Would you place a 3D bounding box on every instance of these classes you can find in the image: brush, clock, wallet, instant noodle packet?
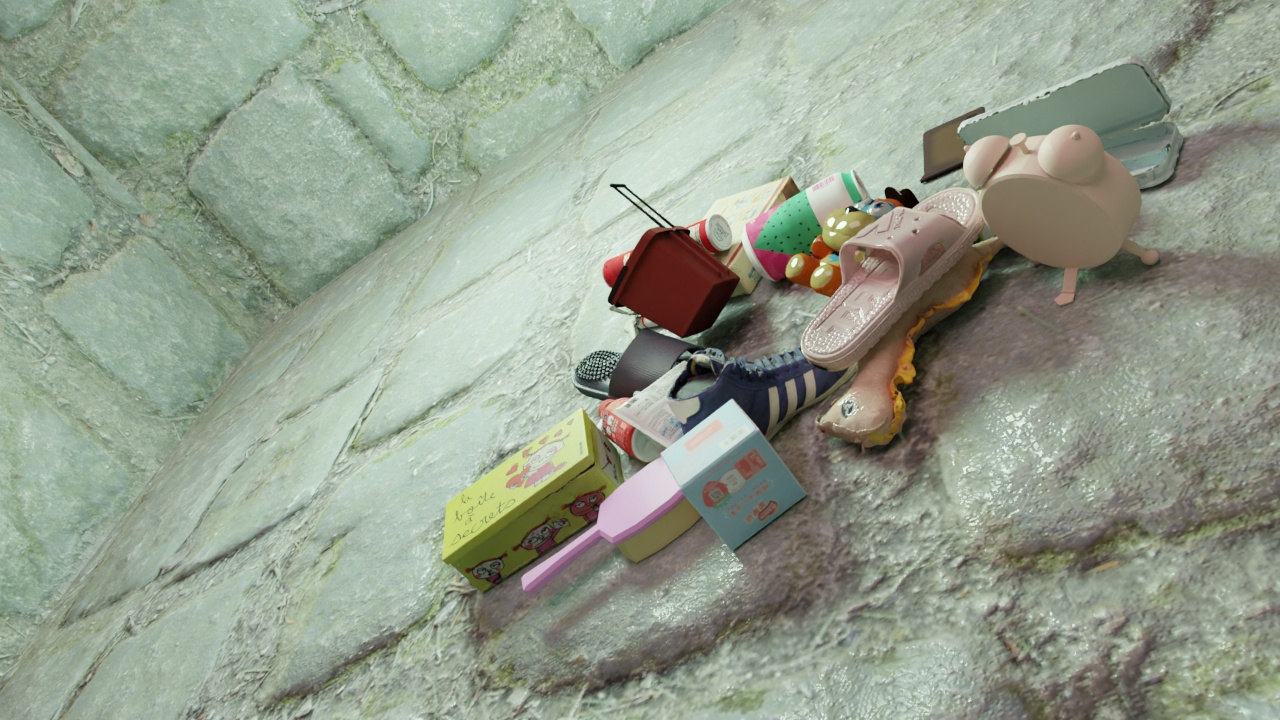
[{"bbox_3d":[-0.025,0.184,0.979,0.229,0.043,0.089,-37,25,3],"label":"brush"},{"bbox_3d":[0.375,-0.137,0.839,0.086,0.160,0.131,-48,26,-18],"label":"clock"},{"bbox_3d":[0.415,-0.285,1.213,0.092,0.018,0.115,-21,32,33],"label":"wallet"},{"bbox_3d":[0.043,0.048,1.060,0.087,0.026,0.134,31,45,29],"label":"instant noodle packet"}]

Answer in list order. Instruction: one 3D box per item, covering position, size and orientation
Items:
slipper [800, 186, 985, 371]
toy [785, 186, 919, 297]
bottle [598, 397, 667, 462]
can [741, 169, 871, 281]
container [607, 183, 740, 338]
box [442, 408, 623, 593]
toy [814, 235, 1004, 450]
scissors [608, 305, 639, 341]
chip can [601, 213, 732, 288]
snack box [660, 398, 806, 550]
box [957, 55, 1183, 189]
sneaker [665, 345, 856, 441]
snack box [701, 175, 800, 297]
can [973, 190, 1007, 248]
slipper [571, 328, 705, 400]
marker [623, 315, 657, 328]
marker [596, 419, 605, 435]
[{"bbox_3d":[0.242,-0.095,0.917,0.239,0.064,0.094,-48,33,-6],"label":"slipper"},{"bbox_3d":[0.262,-0.138,1.095,0.176,0.096,0.112,-31,26,-11],"label":"toy"},{"bbox_3d":[-0.014,0.078,1.127,0.062,0.062,0.137,-43,24,-10],"label":"bottle"},{"bbox_3d":[0.221,-0.176,1.204,0.166,0.088,0.088,-28,27,22],"label":"can"},{"bbox_3d":[0.017,-0.128,1.218,0.127,0.201,0.147,-60,-16,21],"label":"container"},{"bbox_3d":[-0.132,0.169,1.108,0.221,0.083,0.124,-32,26,11],"label":"box"},{"bbox_3d":[0.274,-0.028,0.910,0.197,0.065,0.263,-23,30,40],"label":"toy"},{"bbox_3d":[0.004,-0.059,1.348,0.197,0.015,0.178,-18,46,44],"label":"scissors"},{"bbox_3d":[0.034,-0.154,1.335,0.215,0.052,0.051,-17,32,42],"label":"chip can"},{"bbox_3d":[0.089,0.110,0.890,0.093,0.095,0.079,-38,24,2],"label":"snack box"},{"bbox_3d":[0.446,-0.214,0.978,0.212,0.130,0.105,-17,45,51],"label":"box"},{"bbox_3d":[0.127,0.007,0.983,0.233,0.118,0.091,-41,25,-4],"label":"sneaker"},{"bbox_3d":[0.135,-0.173,1.354,0.154,0.055,0.206,-9,39,49],"label":"snack box"},{"bbox_3d":[0.381,-0.152,0.970,0.121,0.067,0.067,-12,35,43],"label":"can"},{"bbox_3d":[-0.007,0.007,1.191,0.264,0.082,0.101,5,49,46],"label":"slipper"},{"bbox_3d":[0.024,-0.061,1.360,0.146,0.019,0.019,-8,39,48],"label":"marker"},{"bbox_3d":[-0.032,0.060,1.235,0.017,0.017,0.146,-14,35,43],"label":"marker"}]
